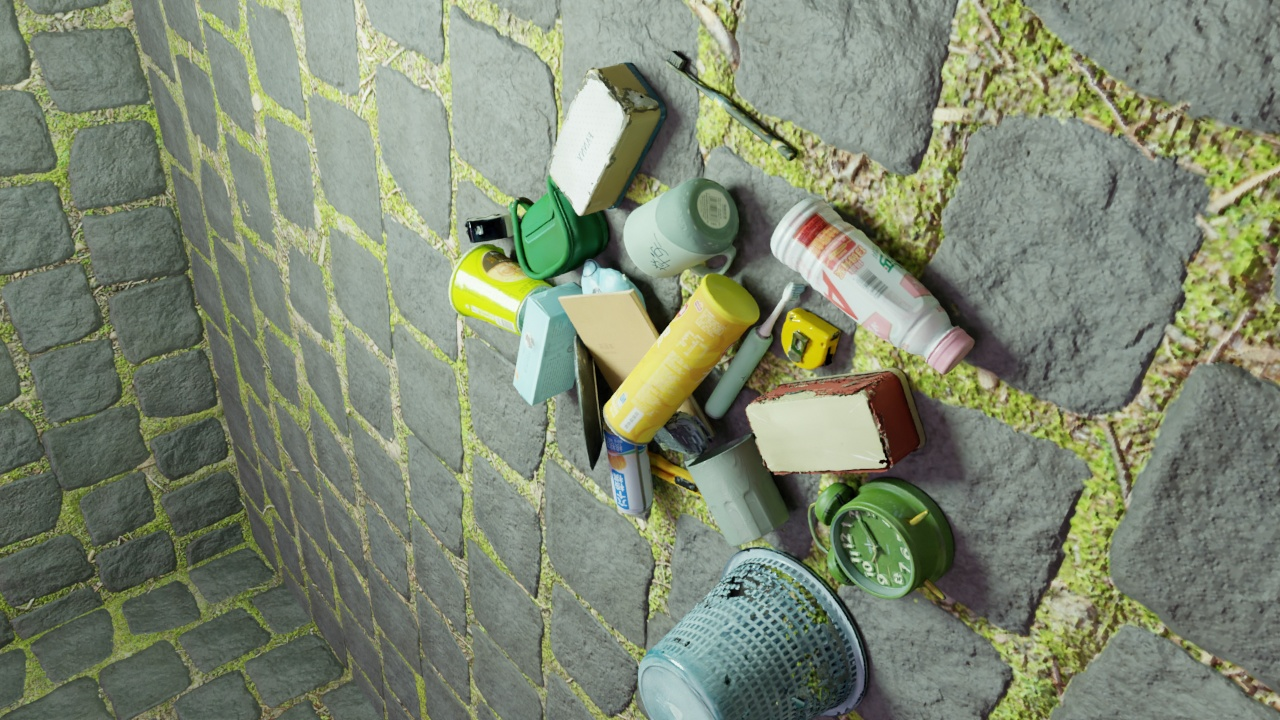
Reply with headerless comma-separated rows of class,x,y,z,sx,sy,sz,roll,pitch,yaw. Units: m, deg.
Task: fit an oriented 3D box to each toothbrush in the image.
toothbrush,0.088,-0.254,0.906,0.186,0.012,0.017,46,129,26
toothbrush,0.120,-0.008,0.993,0.225,0.027,0.026,116,150,-47

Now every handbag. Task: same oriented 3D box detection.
handbag,-0.110,-0.169,1.159,0.132,0.067,0.120,-24,89,54

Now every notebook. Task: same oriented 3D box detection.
notebook,-0.007,0.007,1.121,0.150,0.012,0.211,0,127,51

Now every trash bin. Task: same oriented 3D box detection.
trash bin,0.115,0.361,1.066,0.227,0.194,0.227,29,130,40

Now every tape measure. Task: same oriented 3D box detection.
tape measure,0.167,-0.019,0.923,0.060,0.028,0.057,38,136,34
tape measure,-0.210,-0.186,1.281,0.066,0.066,0.033,-134,34,-71

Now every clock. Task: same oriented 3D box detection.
clock,0.235,0.179,0.927,0.161,0.056,0.116,1,109,52

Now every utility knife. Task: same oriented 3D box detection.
utility knife,0.062,0.153,1.167,0.215,0.015,0.033,19,127,46

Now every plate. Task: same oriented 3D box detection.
plate,-0.064,0.053,1.201,0.179,0.024,0.179,13,-110,-90

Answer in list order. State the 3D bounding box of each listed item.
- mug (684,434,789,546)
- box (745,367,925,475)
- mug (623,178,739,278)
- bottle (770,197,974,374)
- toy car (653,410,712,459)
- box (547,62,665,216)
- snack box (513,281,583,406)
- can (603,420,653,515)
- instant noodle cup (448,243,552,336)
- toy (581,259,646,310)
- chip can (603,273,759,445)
mug,0.105,0.152,1.061,0.103,0.083,0.124,62,155,2
box,0.183,0.064,0.910,0.169,0.076,0.091,-11,101,53
mug,0.055,-0.131,0.970,0.111,0.082,0.107,42,149,-20
bottle,0.207,-0.065,0.819,0.197,0.068,0.068,44,139,22
toy car,0.043,0.084,1.104,0.054,0.036,0.121,55,159,-16
box,-0.044,-0.243,1.043,0.089,0.061,0.185,56,145,15
snack box,-0.121,-0.021,1.253,0.051,0.074,0.175,45,140,28
can,-0.014,0.135,1.195,0.053,0.053,0.135,25,133,43
instant noodle cup,-0.184,-0.090,1.278,0.123,0.111,0.112,28,130,30
toy,-0.028,-0.048,1.141,0.161,0.049,0.157,51,143,9
chip can,0.041,0.003,1.011,0.072,0.071,0.214,51,124,20
